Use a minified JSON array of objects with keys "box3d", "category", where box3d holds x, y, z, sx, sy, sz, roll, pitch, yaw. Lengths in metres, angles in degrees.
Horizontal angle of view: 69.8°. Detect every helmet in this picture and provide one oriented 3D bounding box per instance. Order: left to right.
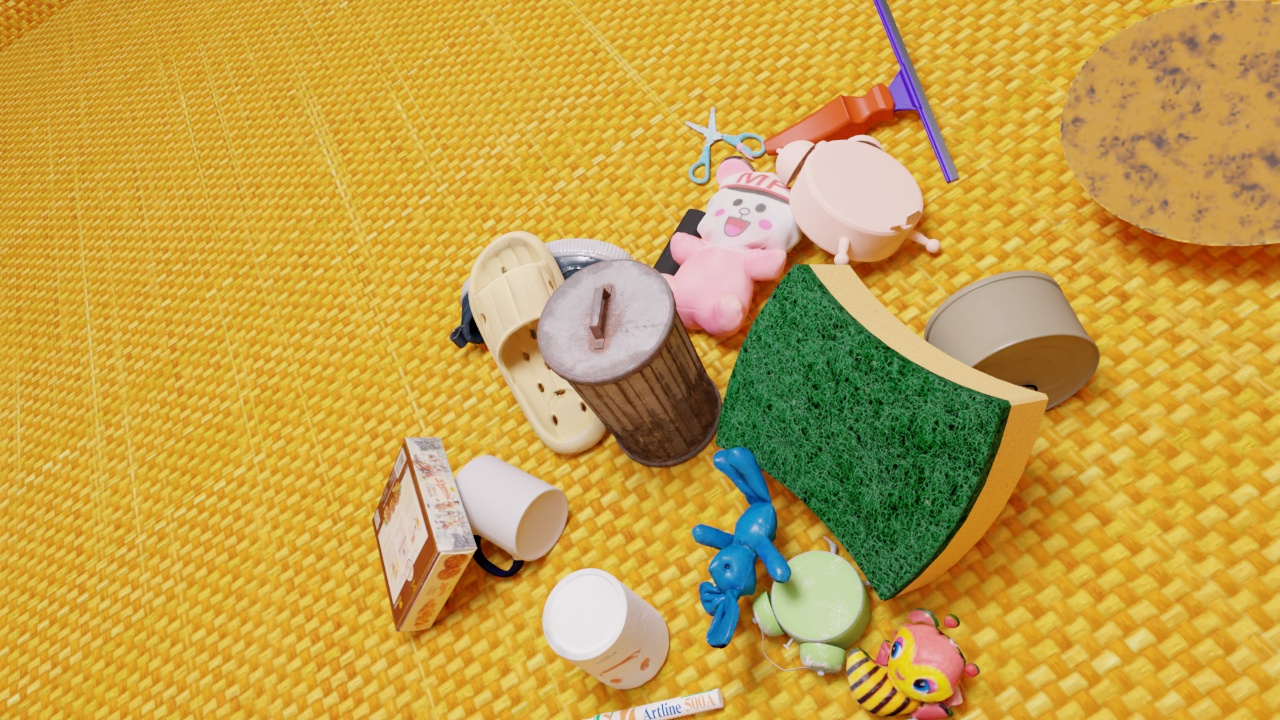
[{"box3d":[0.522,-0.202,0.828,0.256,0.131,0.205,18,100,27],"category":"helmet"}]

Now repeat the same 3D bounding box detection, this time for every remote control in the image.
[{"box3d":[0.034,-0.116,1.076,0.033,0.015,0.146,19,69,33],"category":"remote control"}]

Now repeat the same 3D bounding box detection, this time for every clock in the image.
[{"box3d":[0.151,0.214,0.795,0.094,0.042,0.119,31,76,37],"category":"clock"},{"box3d":[0.226,-0.175,0.951,0.131,0.086,0.160,-10,53,-23],"category":"clock"}]

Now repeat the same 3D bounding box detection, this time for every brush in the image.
[{"box3d":[0.192,0.053,0.789,0.250,0.075,0.195,43,124,38],"category":"brush"}]

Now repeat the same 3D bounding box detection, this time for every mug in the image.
[{"box3d":[-0.141,0.167,0.947,0.097,0.078,0.112,21,98,33],"category":"mug"},{"box3d":[-0.030,0.241,0.822,0.082,0.105,0.082,-12,55,18],"category":"mug"}]

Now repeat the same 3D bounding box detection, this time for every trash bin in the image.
[{"box3d":[-0.005,0.005,0.889,0.131,0.211,0.130,-10,57,16],"category":"trash bin"}]

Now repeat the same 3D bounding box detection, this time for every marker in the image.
[{"box3d":[0.002,0.315,0.816,0.146,0.017,0.017,-18,54,14],"category":"marker"}]

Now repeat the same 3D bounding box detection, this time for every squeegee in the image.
[{"box3d":[0.233,-0.279,1.062,0.185,0.055,0.249,-19,71,13],"category":"squeegee"}]

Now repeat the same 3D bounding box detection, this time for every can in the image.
[{"box3d":[0.321,-0.010,0.804,0.128,0.128,0.073,-20,52,13],"category":"can"}]

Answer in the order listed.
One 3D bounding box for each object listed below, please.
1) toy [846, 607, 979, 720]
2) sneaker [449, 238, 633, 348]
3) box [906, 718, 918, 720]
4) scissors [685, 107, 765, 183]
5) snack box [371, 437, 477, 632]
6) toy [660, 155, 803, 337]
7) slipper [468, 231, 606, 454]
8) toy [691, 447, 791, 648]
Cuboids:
[{"box3d":[0.219,0.249,0.740,0.104,0.046,0.084,-28,74,19],"category":"toy"},{"box3d":[-0.118,-0.071,1.075,0.236,0.089,0.087,-16,51,22],"category":"sneaker"},{"box3d":[0.128,0.342,0.716,0.210,0.072,0.078,-18,68,12],"category":"box"},{"box3d":[0.088,-0.266,1.152,0.119,0.015,0.138,-46,46,-9],"category":"scissors"},{"box3d":[-0.228,0.178,0.944,0.143,0.041,0.147,-59,43,34],"category":"snack box"},{"box3d":[0.106,-0.126,1.007,0.142,0.084,0.212,20,72,30],"category":"toy"},{"box3d":[-0.119,-0.021,0.990,0.111,0.079,0.261,-26,79,10],"category":"slipper"},{"box3d":[0.083,0.167,0.809,0.071,0.113,0.176,16,70,-14],"category":"toy"}]
